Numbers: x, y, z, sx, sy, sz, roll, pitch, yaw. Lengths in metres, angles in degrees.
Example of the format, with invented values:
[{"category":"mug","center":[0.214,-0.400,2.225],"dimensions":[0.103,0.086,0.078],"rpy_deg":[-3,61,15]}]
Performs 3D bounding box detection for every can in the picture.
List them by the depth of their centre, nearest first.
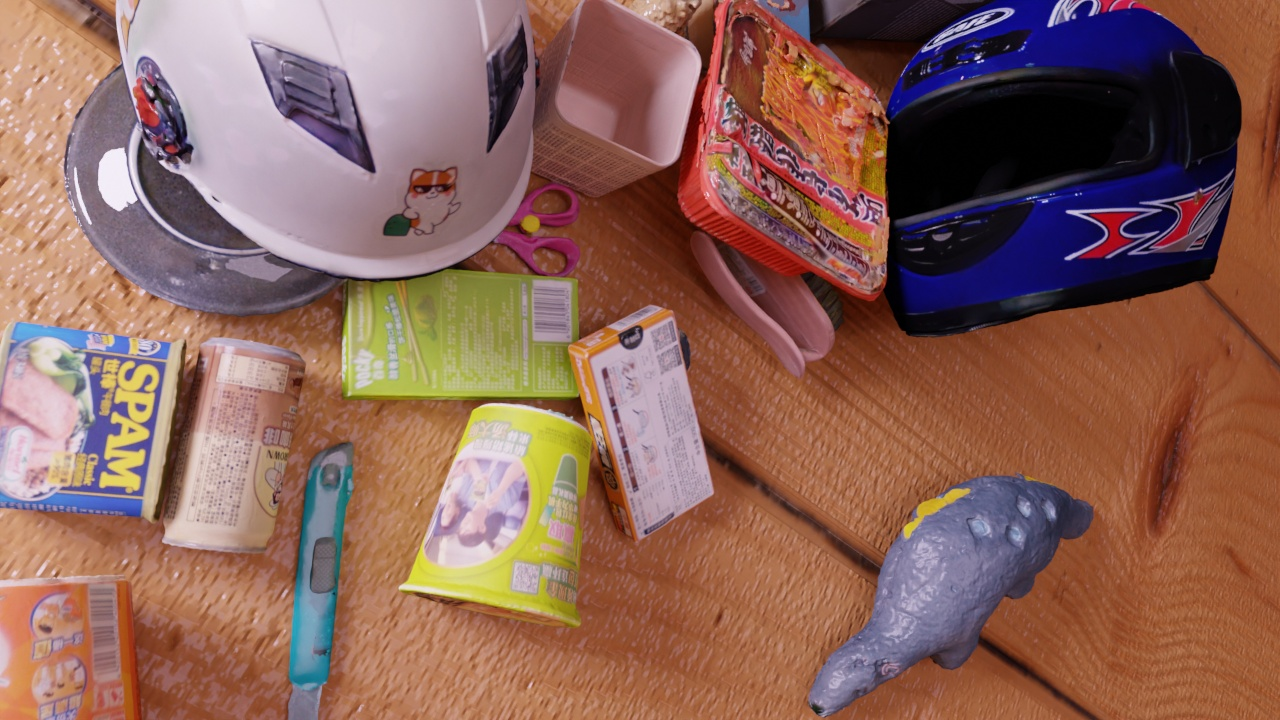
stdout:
[{"category":"can","center":[-0.298,0.034,0.494],"dimensions":[0.083,0.057,0.102],"rpy_deg":[9,81,-24]},{"category":"can","center":[-0.232,0.049,0.525],"dimensions":[0.058,0.059,0.116],"rpy_deg":[13,79,-26]}]

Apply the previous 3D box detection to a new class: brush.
[{"category":"brush","center":[0.038,-0.277,0.596],"dimensions":[0.046,0.255,0.083],"rpy_deg":[40,56,-1]},{"category":"brush","center":[0.099,-0.057,0.704],"dimensions":[0.072,0.063,0.145],"rpy_deg":[-45,107,-28]}]

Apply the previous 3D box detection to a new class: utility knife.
[{"category":"utility knife","center":[-0.196,0.140,0.560],"dimensions":[0.029,0.013,0.182],"rpy_deg":[7,82,-25]}]

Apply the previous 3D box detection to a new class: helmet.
[{"category":"helmet","center":[-0.158,-0.196,0.495],"dimensions":[0.229,0.157,0.274],"rpy_deg":[-17,70,-29]},{"category":"helmet","center":[0.298,-0.156,0.700],"dimensions":[0.314,0.248,0.240],"rpy_deg":[-13,91,-40]}]

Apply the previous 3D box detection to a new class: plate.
[{"category":"plate","center":[-0.238,-0.114,0.542],"dimensions":[0.179,0.024,0.179],"rpy_deg":[5,76,-22]}]

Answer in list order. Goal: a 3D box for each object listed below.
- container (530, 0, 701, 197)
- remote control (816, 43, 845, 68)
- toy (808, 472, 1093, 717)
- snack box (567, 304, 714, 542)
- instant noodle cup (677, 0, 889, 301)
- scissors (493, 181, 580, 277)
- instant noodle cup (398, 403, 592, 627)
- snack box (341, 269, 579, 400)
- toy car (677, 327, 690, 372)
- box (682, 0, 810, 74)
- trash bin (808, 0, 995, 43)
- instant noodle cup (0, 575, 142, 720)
[{"category":"container","center":[-0.030,-0.169,0.619],"dimensions":[0.089,0.111,0.090],"rpy_deg":[19,77,-24]},{"category":"remote control","center":[0.120,-0.197,0.750],"dimensions":[0.149,0.021,0.058],"rpy_deg":[-46,106,-23]},{"category":"toy","center":[0.273,0.170,0.765],"dimensions":[0.355,0.091,0.138],"rpy_deg":[-27,125,-25]},{"category":"snack box","center":[0.003,0.045,0.637],"dimensions":[0.075,0.026,0.154],"rpy_deg":[-28,118,-27]},{"category":"instant noodle cup","center":[0.095,-0.138,0.629],"dimensions":[0.164,0.079,0.188],"rpy_deg":[26,58,-29]},{"category":"scissors","center":[-0.103,-0.082,0.631],"dimensions":[0.137,0.017,0.073],"rpy_deg":[-9,99,-23]},{"category":"instant noodle cup","center":[-0.080,0.095,0.578],"dimensions":[0.111,0.112,0.123],"rpy_deg":[21,69,-24]},{"category":"snack box","center":[-0.116,-0.016,0.608],"dimensions":[0.156,0.026,0.085],"rpy_deg":[1,83,-27]},{"category":"toy car","center":[-0.004,0.004,0.658],"dimensions":[0.090,0.034,0.043],"rpy_deg":[-21,111,-28]},{"category":"box","center":[0.081,-0.316,0.720],"dimensions":[0.089,0.061,0.184],"rpy_deg":[-1,87,-28]},{"category":"trash bin","center":[0.246,-0.360,0.743],"dimensions":[0.219,0.199,0.198],"rpy_deg":[-13,91,-21]},{"category":"instant noodle cup","center":[-0.310,0.162,0.432],"dimensions":[0.151,0.152,0.111],"rpy_deg":[2,76,-27]}]
